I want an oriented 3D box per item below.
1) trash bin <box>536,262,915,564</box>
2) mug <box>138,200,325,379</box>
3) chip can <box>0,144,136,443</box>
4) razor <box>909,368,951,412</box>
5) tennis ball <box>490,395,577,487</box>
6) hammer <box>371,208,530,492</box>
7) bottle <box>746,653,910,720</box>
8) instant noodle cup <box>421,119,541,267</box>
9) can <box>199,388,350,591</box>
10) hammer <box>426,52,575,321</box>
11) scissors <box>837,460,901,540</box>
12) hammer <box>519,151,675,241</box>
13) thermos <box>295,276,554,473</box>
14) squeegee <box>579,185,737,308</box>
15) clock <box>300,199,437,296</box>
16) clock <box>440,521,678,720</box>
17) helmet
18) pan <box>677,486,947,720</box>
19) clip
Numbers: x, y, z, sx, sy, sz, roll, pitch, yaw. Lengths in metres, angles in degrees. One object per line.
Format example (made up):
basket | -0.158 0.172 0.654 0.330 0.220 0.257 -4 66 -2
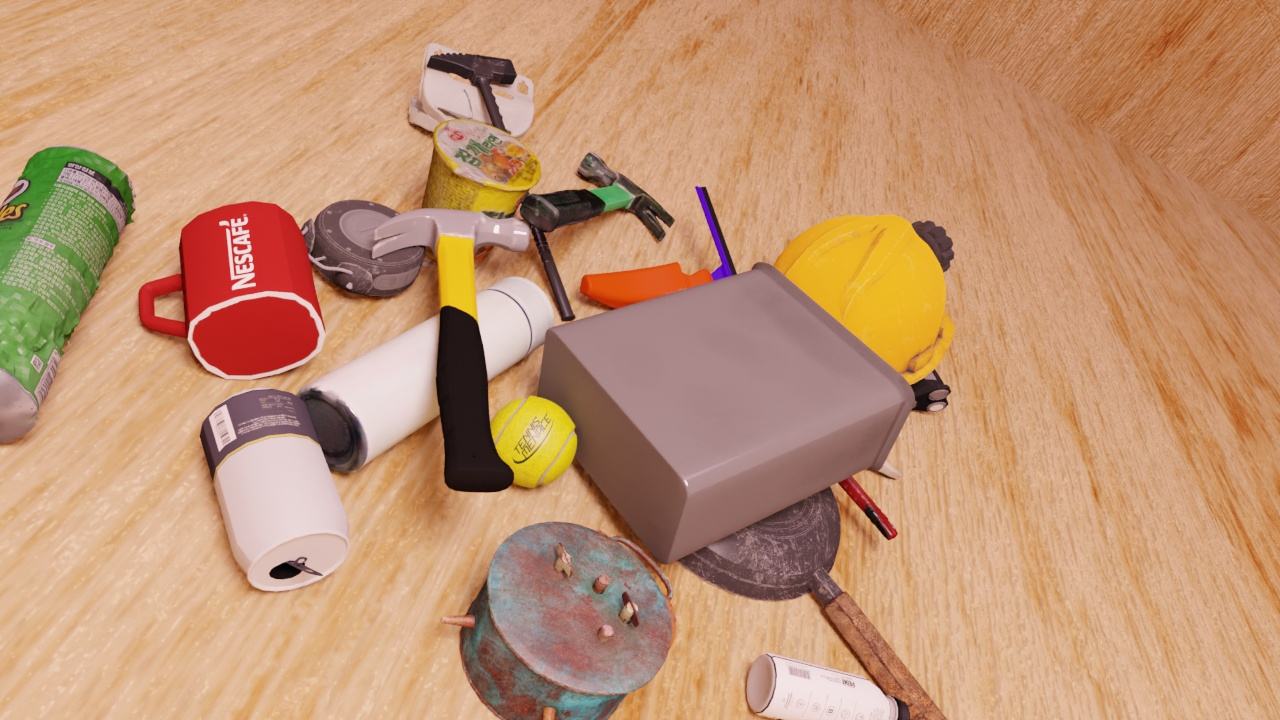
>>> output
trash bin | 0.062 0.030 0.714 0.219 0.098 0.192 -18 49 -32
mug | -0.288 -0.045 0.642 0.116 0.081 0.096 -18 52 -11
chip can | -0.383 -0.048 0.576 0.075 0.076 0.222 14 39 -22
razor | 0.273 -0.004 1.011 0.060 0.057 0.156 -33 60 -6
tennis ball | -0.079 0.059 0.670 0.065 0.066 0.065 19 37 -16
hammer | -0.128 -0.025 0.652 0.127 0.029 0.323 5 35 -17
bottle | 0.133 0.235 0.634 0.116 0.041 0.041 19 38 -16
instant noodle cup | -0.153 -0.144 0.822 0.102 0.108 0.102 20 37 -16
can | -0.217 0.079 0.549 0.064 0.064 0.127 -4 48 -38
hammer | -0.126 -0.178 0.902 0.094 0.015 0.324 -5 62 -35
scissors | 0.182 0.083 0.840 0.179 0.015 0.199 10 37 -49
hammer | -0.047 -0.157 0.909 0.130 0.032 0.318 38 19 3
thermos | -0.152 0.002 0.687 0.068 0.068 0.229 37 36 9
squeegee | 0.022 -0.070 0.907 0.184 0.055 0.249 -1 64 -36
clock | -0.230 -0.089 0.758 0.091 0.044 0.122 41 37 14
clock | -0.035 0.157 0.581 0.121 0.073 0.157 43 37 17
helmet | 0.233 -0.084 0.956 0.254 0.132 0.205 -28 53 -35
pan | 0.128 0.156 0.731 0.207 0.040 0.357 -14 54 -45
clip | -0.183 -0.251 0.983 0.126 0.110 0.150 12 72 -22
